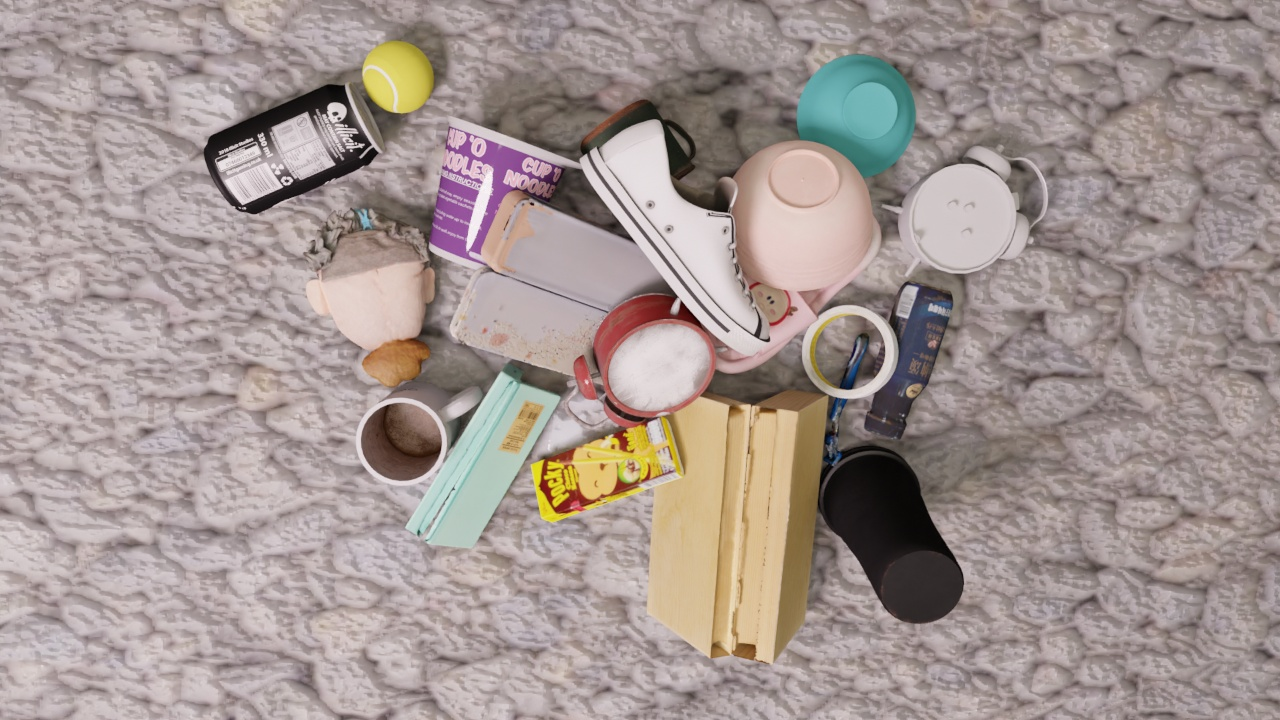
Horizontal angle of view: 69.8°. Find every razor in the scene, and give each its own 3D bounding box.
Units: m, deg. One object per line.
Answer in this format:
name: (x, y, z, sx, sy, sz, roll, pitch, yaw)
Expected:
razor: (0.210, 0.038, 0.949, 0.018, 0.044, 0.141, 15, 90, -1)

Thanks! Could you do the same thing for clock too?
clock: (-0.005, 0.005, 0.876, 0.157, 0.062, 0.110, -39, 126, 11)
clock: (0.331, -0.148, 0.915, 0.159, 0.061, 0.120, -22, 98, 1)

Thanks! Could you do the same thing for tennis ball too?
tennis ball: (-0.228, -0.267, 0.865, 0.065, 0.065, 0.065, 0, 98, -3)

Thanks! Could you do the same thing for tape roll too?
tape roll: (0.210, -0.008, 0.923, 0.094, 0.019, 0.094, -1, 87, 30)

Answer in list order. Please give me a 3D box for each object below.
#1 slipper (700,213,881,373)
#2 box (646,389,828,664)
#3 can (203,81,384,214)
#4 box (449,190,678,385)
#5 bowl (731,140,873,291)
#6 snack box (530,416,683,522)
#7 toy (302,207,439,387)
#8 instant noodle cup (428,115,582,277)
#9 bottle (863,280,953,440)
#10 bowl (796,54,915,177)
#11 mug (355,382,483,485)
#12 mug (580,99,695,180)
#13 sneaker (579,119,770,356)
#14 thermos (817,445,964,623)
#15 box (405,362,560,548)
slipper: (0.144, -0.079, 0.917, 0.221, 0.055, 0.107, -39, 96, 2)
box: (0.098, 0.157, 0.911, 0.184, 0.141, 0.248, 4, 97, 3)
can: (-0.323, -0.199, 0.861, 0.146, 0.080, 0.080, -24, 98, 0)
box: (-0.059, -0.057, 0.870, 0.216, 0.043, 0.151, 18, 109, -36)
bowl: (0.149, -0.149, 0.865, 0.153, 0.076, 0.152, -2, 68, 4)
snack box: (-0.035, 0.110, 0.917, 0.149, 0.025, 0.061, -21, 65, 13)
toy: (-0.251, -0.061, 0.888, 0.132, 0.076, 0.176, -11, 97, -17)
instant noodle cup: (-0.134, -0.146, 0.860, 0.137, 0.121, 0.122, 21, 99, 3)
bottle: (0.269, 0.001, 0.934, 0.056, 0.056, 0.161, 16, 97, -5)
bowl: (0.219, -0.243, 0.903, 0.121, 0.046, 0.121, 0, 98, -3)
mug: (-0.208, 0.060, 0.894, 0.119, 0.096, 0.083, -30, 98, 1)
mug: (0.005, -0.202, 0.885, 0.110, 0.085, 0.081, -38, 98, -30)
sneaker: (0.057, -0.113, 0.821, 0.097, 0.091, 0.245, -36, 114, 11)
thermos: (0.238, 0.164, 0.877, 0.106, 0.218, 0.106, 0, 105, 1)
box: (-0.149, 0.103, 0.912, 0.080, 0.077, 0.189, 32, 94, -5)
